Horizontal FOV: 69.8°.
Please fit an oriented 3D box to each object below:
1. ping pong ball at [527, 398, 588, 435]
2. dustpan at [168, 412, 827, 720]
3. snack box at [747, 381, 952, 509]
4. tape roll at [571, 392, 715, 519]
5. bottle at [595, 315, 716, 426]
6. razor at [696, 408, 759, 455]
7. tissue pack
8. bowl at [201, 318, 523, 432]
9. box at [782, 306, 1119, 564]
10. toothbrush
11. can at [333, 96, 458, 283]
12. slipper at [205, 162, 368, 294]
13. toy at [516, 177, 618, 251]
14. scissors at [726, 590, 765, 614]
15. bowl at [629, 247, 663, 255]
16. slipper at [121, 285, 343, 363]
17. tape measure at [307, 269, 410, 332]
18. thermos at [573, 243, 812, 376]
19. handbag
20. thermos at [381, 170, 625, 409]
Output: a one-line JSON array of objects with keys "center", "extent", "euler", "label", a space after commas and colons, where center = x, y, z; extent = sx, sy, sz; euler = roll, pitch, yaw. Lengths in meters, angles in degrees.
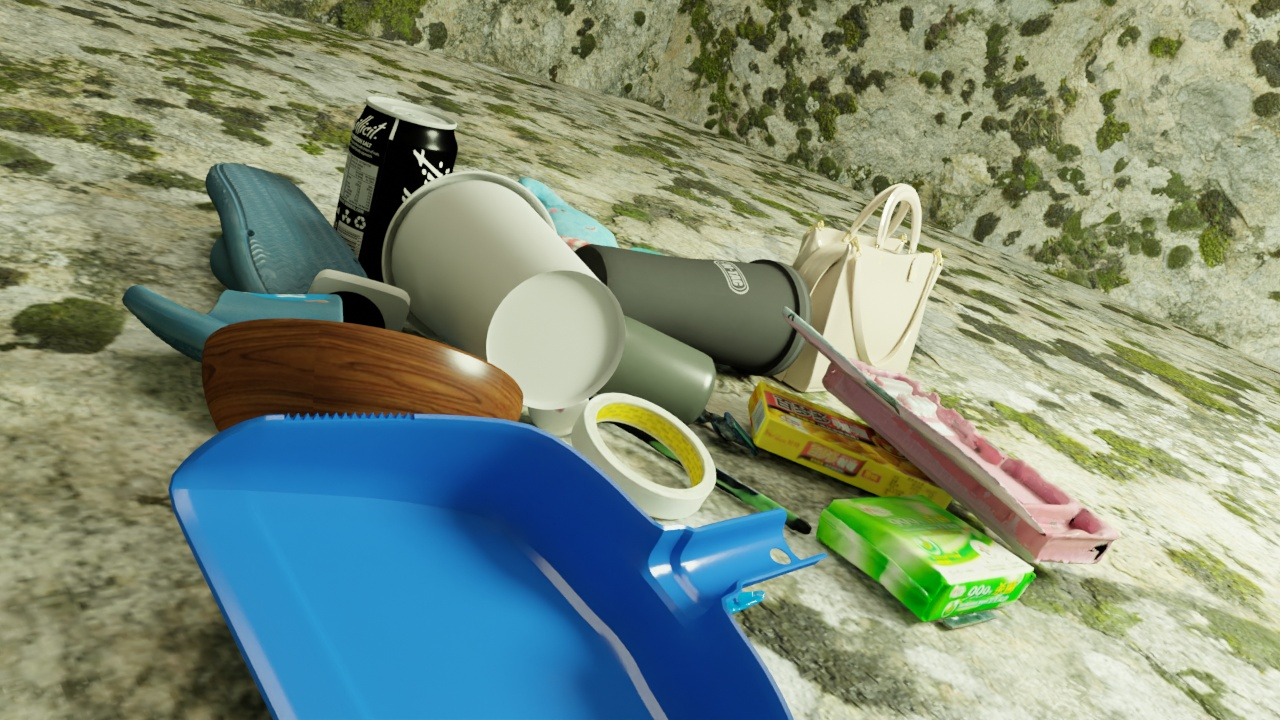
[{"center": [-0.054, 0.029, 0.598], "extent": [0.040, 0.040, 0.040], "euler": [16, 20, -6], "label": "ping pong ball"}, {"center": [-0.009, 0.104, 0.367], "extent": [0.257, 0.060, 0.245], "euler": [2, 38, -52], "label": "dustpan"}, {"center": [0.156, 0.066, 0.693], "extent": [0.152, 0.025, 0.075], "euler": [22, 19, -5], "label": "snack box"}, {"center": [0.003, 0.058, 0.570], "extent": [0.094, 0.019, 0.093], "euler": [25, 27, -14], "label": "tape roll"}, {"center": [-0.004, 0.004, 0.658], "extent": [0.108, 0.060, 0.060], "euler": [25, 17, -15], "label": "bottle"}, {"center": [0.041, 0.032, 0.714], "extent": [0.044, 0.018, 0.141], "euler": [47, -4, -37], "label": "razor"}, {"center": [0.178, 0.121, 0.574], "extent": [0.113, 0.034, 0.099], "euler": [5, 22, -39], "label": "tissue pack"}, {"center": [-0.132, 0.039, 0.429], "extent": [0.147, 0.068, 0.147], "euler": [5, -19, 2], "label": "bowl"}, {"center": [0.208, 0.056, 0.665], "extent": [0.180, 0.051, 0.232], "euler": [24, 16, -37], "label": "box"}, {"center": [0.033, 0.067, 0.617], "extent": [0.188, 0.014, 0.017], "euler": [28, 14, 25], "label": "toothbrush"}, {"center": [-0.197, -0.127, 0.729], "extent": [0.080, 0.146, 0.080], "euler": [16, 20, -6], "label": "can"}, {"center": [-0.262, -0.076, 0.671], "extent": [0.103, 0.059, 0.213], "euler": [12, 31, -44], "label": "slipper"}, {"center": [-0.100, -0.104, 0.825], "extent": [0.180, 0.115, 0.183], "euler": [14, -2, 3], "label": "toy"}, {"center": [0.012, 0.122, 0.455], "extent": [0.097, 0.020, 0.132], "euler": [26, 22, 13], "label": "scissors"}, {"center": [0.007, -0.086, 0.956], "extent": [0.121, 0.046, 0.121], "euler": [16, 19, -6], "label": "bowl"}, {"center": [-0.181, -0.009, 0.525], "extent": [0.213, 0.059, 0.104], "euler": [17, -2, -18], "label": "slipper"}, {"center": [-0.184, -0.022, 0.585], "extent": [0.065, 0.064, 0.016], "euler": [19, 19, -18], "label": "tape measure"}, {"center": [0.040, -0.046, 0.775], "extent": [0.218, 0.106, 0.106], "euler": [6, 23, -38], "label": "thermos"}, {"center": [0.214, -0.075, 0.885], "extent": [0.194, 0.198, 0.101], "euler": [-2, 28, -46], "label": "handbag"}, {"center": [-0.089, -0.046, 0.602], "extent": [0.131, 0.132, 0.222], "euler": [8, 15, -27], "label": "thermos"}]
